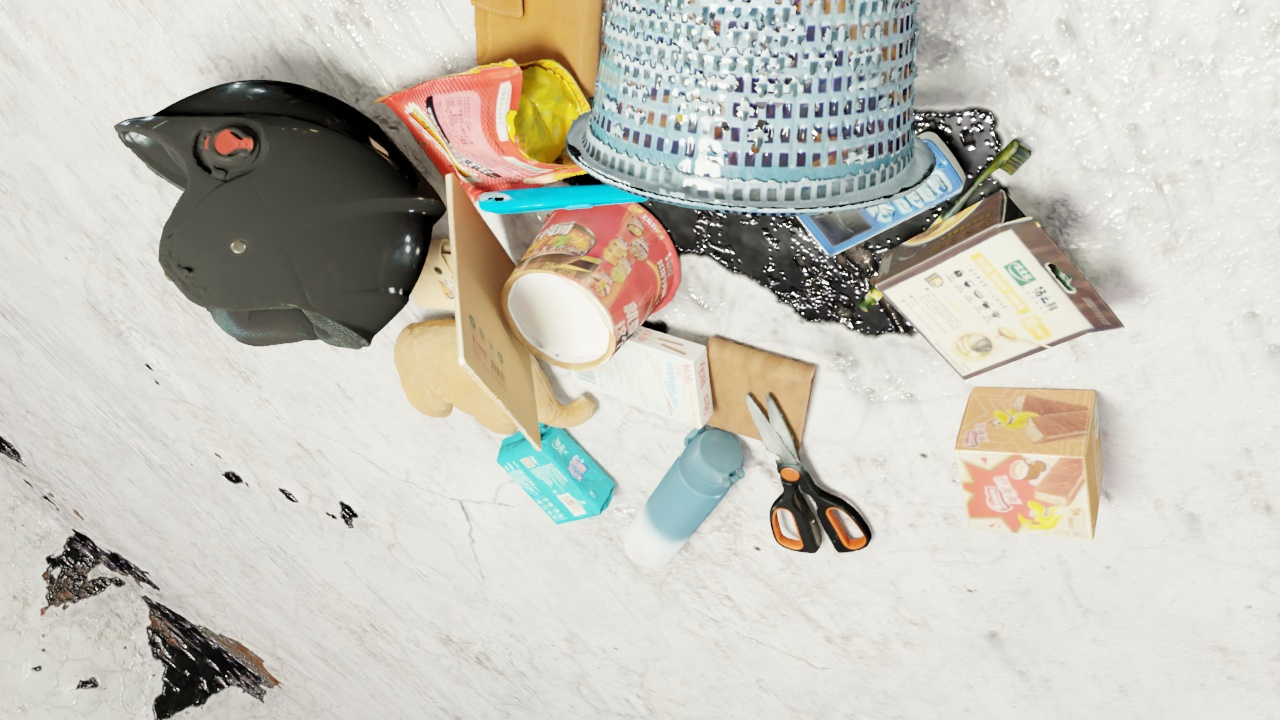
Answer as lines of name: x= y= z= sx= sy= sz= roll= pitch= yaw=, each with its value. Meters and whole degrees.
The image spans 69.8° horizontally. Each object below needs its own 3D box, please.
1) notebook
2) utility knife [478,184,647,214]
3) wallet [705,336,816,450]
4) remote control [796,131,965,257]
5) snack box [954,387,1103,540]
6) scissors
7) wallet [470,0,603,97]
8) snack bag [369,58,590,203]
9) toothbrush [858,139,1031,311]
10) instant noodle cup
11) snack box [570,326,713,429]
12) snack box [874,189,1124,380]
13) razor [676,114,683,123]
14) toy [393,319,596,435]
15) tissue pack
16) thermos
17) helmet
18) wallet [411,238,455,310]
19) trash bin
notebook: x=-0.125 y=-0.042 z=0.786 sx=0.008 sy=0.207 sz=0.148 roll=-19 pitch=144 yaw=9
utility knife: x=-0.033 y=-0.135 z=0.755 sx=0.203 sy=0.034 sz=0.018 roll=-2 pitch=89 yaw=14
wallet: x=0.108 y=0.034 z=0.862 sx=0.101 sy=0.020 sz=0.115 roll=18 pitch=139 yaw=16
remote control: x=0.172 y=-0.120 z=0.669 sx=0.125 sy=0.024 sz=0.049 roll=-26 pitch=113 yaw=43
snack box: x=0.312 y=0.081 z=0.733 sx=0.094 sy=0.076 sz=0.093 roll=1 pitch=130 yaw=32
scissors: x=0.166 y=0.114 z=0.895 sx=0.161 sy=0.021 sz=0.234 roll=12 pitch=135 yaw=13
wallet: x=-0.077 y=-0.269 z=0.681 sx=0.108 sy=0.031 sz=0.132 roll=20 pitch=137 yaw=13
snack bag: x=-0.131 y=-0.185 z=0.757 sx=0.208 sy=0.073 sz=0.128 roll=4 pitch=144 yaw=49
toothbrush: x=0.218 y=-0.092 z=0.676 sx=0.017 sy=0.012 sz=0.186 roll=26 pitch=140 yaw=-8
instant noodle cup: x=-0.047 y=-0.063 z=0.799 sx=0.138 sy=0.108 sz=0.138 roll=17 pitch=137 yaw=17
snack box: x=-0.005 y=0.005 z=0.883 sx=0.157 sy=0.026 sz=0.085 roll=18 pitch=137 yaw=29
snack box: x=0.253 y=-0.051 z=0.653 sx=0.113 sy=0.053 sz=0.126 roll=41 pitch=136 yaw=-20
razor: x=0.049 y=-0.167 z=0.704 sx=0.043 sy=0.028 sz=0.132 roll=-22 pitch=117 yaw=39
toy: x=-0.161 y=0.020 z=0.980 sx=0.226 sy=0.082 sz=0.144 roll=12 pitch=138 yaw=18
tissue pack: x=-0.099 y=0.129 z=1.060 sx=0.093 sy=0.050 sz=0.133 roll=-23 pitch=114 yaw=46
thermos: x=0.044 y=0.149 z=0.981 sx=0.070 sy=0.070 sz=0.221 roll=31 pitch=138 yaw=3
helmet: x=-0.316 y=-0.133 z=0.817 sx=0.274 sy=0.229 sz=0.234 roll=48 pitch=162 yaw=-7
wallet: x=-0.195 y=-0.086 z=0.937 sx=0.115 sy=0.024 sz=0.087 roll=8 pitch=132 yaw=28
trash bin: x=0.071 y=-0.213 z=0.524 sx=0.227 sy=0.225 sz=0.195 roll=15 pitch=123 yaw=20
